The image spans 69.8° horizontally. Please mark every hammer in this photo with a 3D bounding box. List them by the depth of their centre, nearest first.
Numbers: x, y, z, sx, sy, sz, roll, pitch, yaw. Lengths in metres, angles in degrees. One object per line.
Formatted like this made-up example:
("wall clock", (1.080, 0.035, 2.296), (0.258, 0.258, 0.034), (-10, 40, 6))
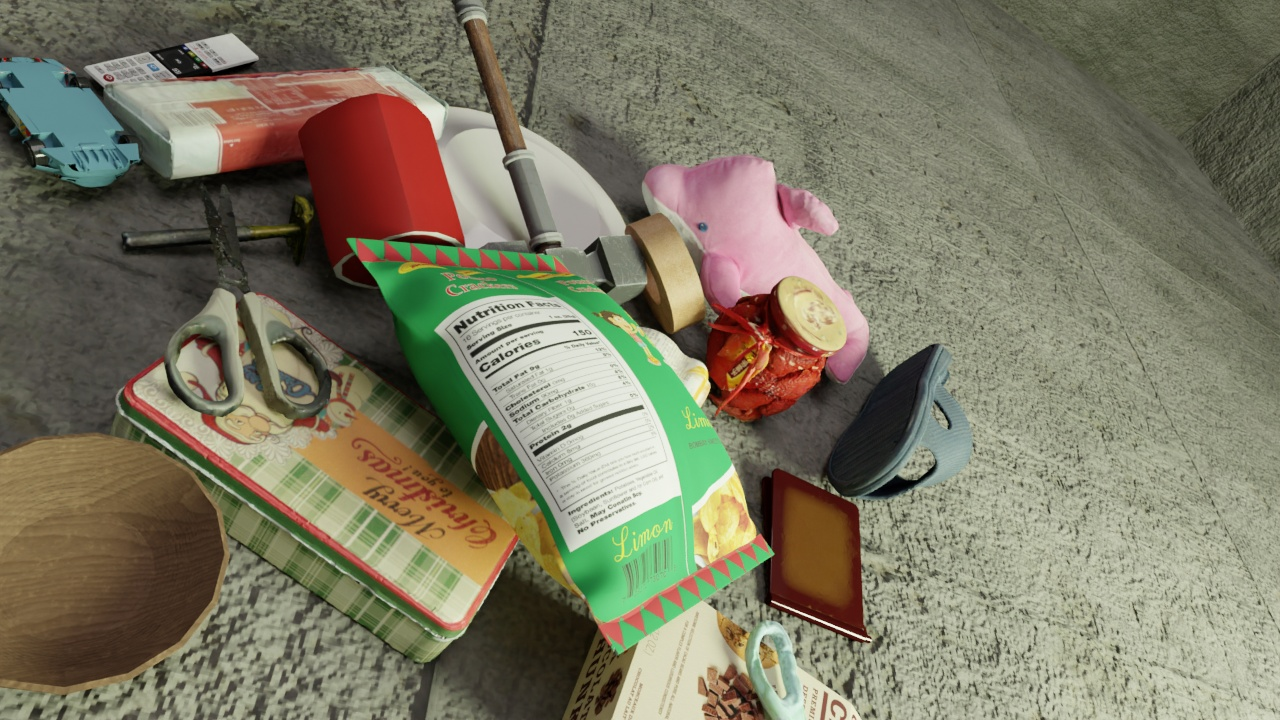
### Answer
("hammer", (-0.104, -0.186, 0.701), (0.155, 0.043, 0.322), (-9, 75, -38))

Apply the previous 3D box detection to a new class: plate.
("plate", (-0.099, -0.131, 0.748), (0.229, 0.021, 0.229), (23, 42, -23))

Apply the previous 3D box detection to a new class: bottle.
("bottle", (-0.004, 0.004, 0.669), (0.108, 0.063, 0.063), (37, 38, -4))
("bottle", (0.096, -0.007, 0.727), (0.099, 0.111, 0.098), (22, 47, -25))

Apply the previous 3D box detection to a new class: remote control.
("remote control", (-0.320, -0.203, 0.634), (0.028, 0.012, 0.124), (42, 38, 0))

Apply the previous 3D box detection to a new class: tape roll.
("tape roll", (0.019, -0.069, 0.734), (0.027, 0.094, 0.094), (-23, 65, -9))

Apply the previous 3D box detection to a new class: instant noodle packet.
("instant noodle packet", (-0.035, 0.030, 0.530), (0.252, 0.090, 0.195), (54, 25, 16))

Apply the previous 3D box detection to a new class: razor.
("razor", (-0.255, -0.076, 0.557), (0.105, 0.043, 0.026), (-10, 63, -35))

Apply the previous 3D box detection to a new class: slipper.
("slipper", (0.236, 0.066, 0.797), (0.082, 0.101, 0.262), (51, 32, -1))

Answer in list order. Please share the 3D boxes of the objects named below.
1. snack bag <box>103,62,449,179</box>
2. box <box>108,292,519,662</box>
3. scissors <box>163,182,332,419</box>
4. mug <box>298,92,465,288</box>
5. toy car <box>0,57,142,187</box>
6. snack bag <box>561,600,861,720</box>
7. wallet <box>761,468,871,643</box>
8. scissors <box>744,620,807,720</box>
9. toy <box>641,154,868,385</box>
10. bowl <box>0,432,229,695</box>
("snack bag", (-0.242, -0.171, 0.639), (0.077, 0.041, 0.224), (37, 34, 21))
("box", (-0.161, 0.058, 0.493), (0.205, 0.050, 0.117), (39, 39, -6))
("scissors", (-0.208, -0.033, 0.495), (0.132, 0.013, 0.169), (29, 35, -20))
("mug", (-0.162, -0.105, 0.612), (0.116, 0.080, 0.096), (22, 48, -72))
("toy car", (-0.342, -0.137, 0.540), (0.108, 0.028, 0.060), (45, 37, 20))
("snack bag", (0.063, 0.225, 0.508), (0.206, 0.070, 0.094), (36, 38, -8))
("wallet", (0.131, 0.146, 0.689), (0.091, 0.018, 0.115), (26, 44, -20))
("scissors", (0.090, 0.216, 0.472), (0.171, 0.021, 0.171), (19, 48, -31))
("toy", (0.124, -0.101, 0.828), (0.265, 0.128, 0.186), (39, 34, -12))
("bowl", (-0.245, 0.089, 0.400), (0.117, 0.030, 0.117), (19, 48, -23))
